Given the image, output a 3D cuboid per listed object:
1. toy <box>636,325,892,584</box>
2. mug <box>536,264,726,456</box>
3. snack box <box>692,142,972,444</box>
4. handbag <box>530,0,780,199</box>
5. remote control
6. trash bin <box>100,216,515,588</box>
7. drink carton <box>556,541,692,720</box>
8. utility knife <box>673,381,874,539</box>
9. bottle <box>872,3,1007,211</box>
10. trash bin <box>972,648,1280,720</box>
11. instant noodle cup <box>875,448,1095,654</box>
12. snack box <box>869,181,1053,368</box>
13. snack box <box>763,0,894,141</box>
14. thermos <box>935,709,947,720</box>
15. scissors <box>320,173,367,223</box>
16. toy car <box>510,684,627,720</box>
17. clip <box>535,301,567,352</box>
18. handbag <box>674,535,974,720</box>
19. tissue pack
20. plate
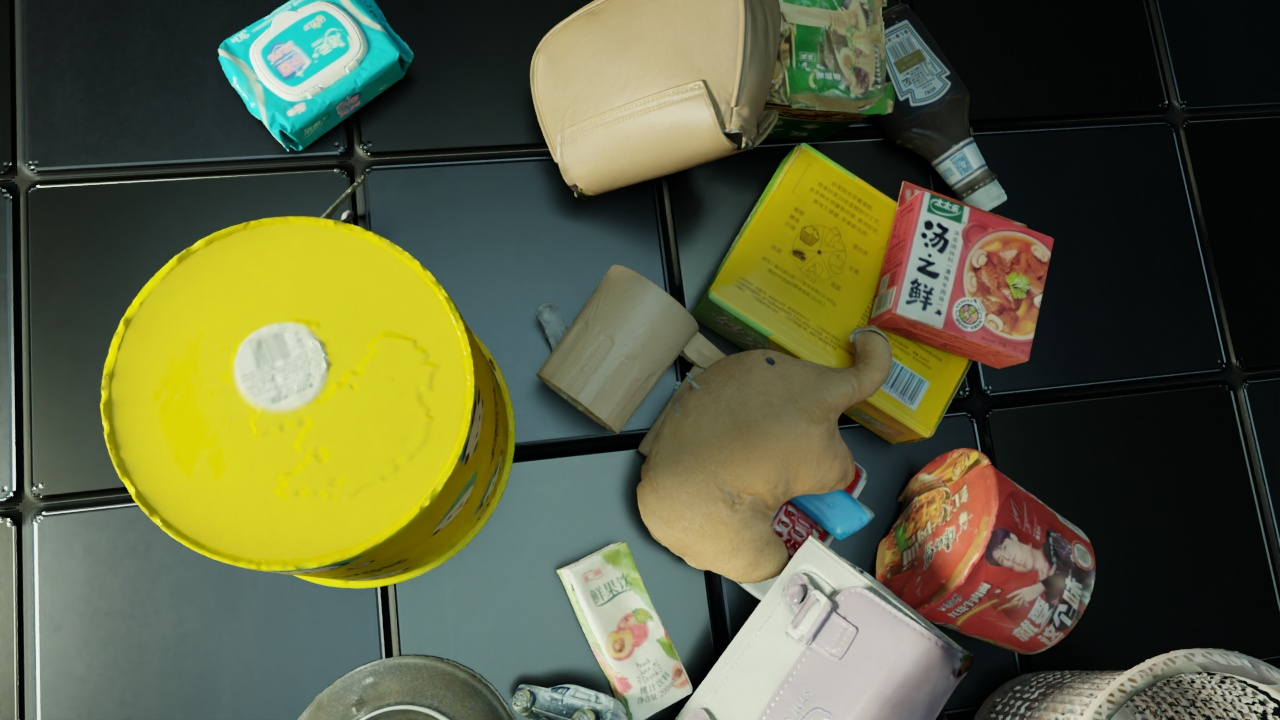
[{"bbox_3d":[0.090,0.056,0.679,0.143,0.082,0.226,34,100,-7],"label":"toy"},{"bbox_3d":[-0.004,0.004,0.711,0.124,0.084,0.103,40,81,-23],"label":"mug"},{"bbox_3d":[0.171,-0.052,0.748,0.210,0.070,0.157,32,77,-1],"label":"snack box"},{"bbox_3d":[0.014,-0.211,0.701,0.099,0.205,0.147,5,81,-50],"label":"handbag"},{"bbox_3d":[0.128,0.131,0.734,0.056,0.020,0.135,35,77,-2],"label":"remote control"},{"bbox_3d":[-0.194,0.036,0.584,0.229,0.255,0.229,1,80,-8],"label":"trash bin"},{"bbox_3d":[-0.013,0.201,0.688,0.053,0.046,0.122,-24,86,-21],"label":"drink carton"},{"bbox_3d":[0.099,0.076,0.728,0.187,0.018,0.034,37,80,13],"label":"utility knife"},{"bbox_3d":[0.253,-0.213,0.803,0.079,0.044,0.195,-31,87,-12],"label":"bottle"},{"bbox_3d":[0.340,0.309,0.644,0.227,0.192,0.227,2,79,-8],"label":"trash bin"},{"bbox_3d":[0.265,0.151,0.698,0.108,0.138,0.137,28,77,-9],"label":"instant noodle cup"},{"bbox_3d":[0.248,-0.072,0.704,0.113,0.044,0.127,18,76,-6],"label":"snack box"},{"bbox_3d":[0.132,-0.240,0.758,0.117,0.106,0.118,1,81,-10],"label":"snack box"},{"bbox_3d":[0.184,0.315,0.678,0.093,0.093,0.143,-5,88,-9],"label":"thermos"},{"bbox_3d":[-0.275,-0.051,0.652,0.015,0.189,0.227,42,99,-7],"label":"scissors"},{"bbox_3d":[-0.052,0.253,0.660,0.091,0.043,0.034,2,52,29],"label":"toy car"},{"bbox_3d":[-0.066,-0.020,0.734,0.024,0.026,0.056,-23,94,-10],"label":"clip"},{"bbox_3d":[0.115,0.239,0.627,0.098,0.145,0.197,36,89,-30],"label":"handbag"},{"bbox_3d":[-0.256,-0.239,0.728,0.133,0.050,0.093,-41,87,-13],"label":"tissue pack"},{"bbox_3d":[-0.171,0.305,0.658,0.179,0.024,0.179,1,80,-8],"label":"plate"}]
